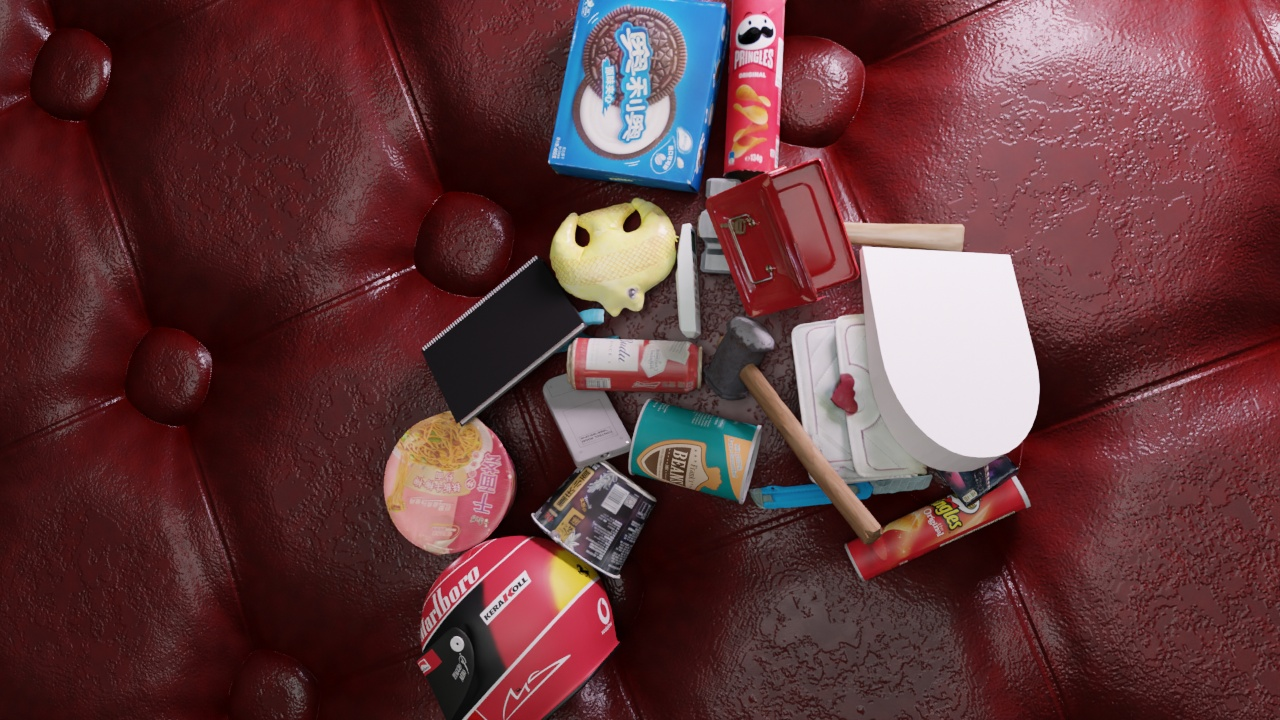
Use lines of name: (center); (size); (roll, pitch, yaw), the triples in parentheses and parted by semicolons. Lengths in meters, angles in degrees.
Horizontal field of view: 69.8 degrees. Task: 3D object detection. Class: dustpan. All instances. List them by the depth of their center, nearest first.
dustpan: (0.356, -0.002, 1.066); (0.191, 0.053, 0.257); (2, 66, -11)

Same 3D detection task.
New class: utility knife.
utility knife: (0.249, 0.162, 1.147); (0.225, 0.015, 0.031); (-9, 91, 10)

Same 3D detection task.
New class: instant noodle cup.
instant noodle cup: (-0.051, 0.190, 1.156); (0.137, 0.137, 0.112); (36, 86, 11)
instant noodle cup: (-0.240, 0.163, 1.213); (0.179, 0.077, 0.178); (-2, 81, 14)

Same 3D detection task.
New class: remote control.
remote control: (-0.071, 0.071, 1.169); (0.074, 0.019, 0.151); (-18, 46, -14)
remote control: (0.059, -0.100, 1.177); (0.024, 0.049, 0.143); (-4, 87, 11)

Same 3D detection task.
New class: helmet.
helmet: (-0.165, 0.341, 1.137); (0.224, 0.197, 0.271); (44, 105, 10)

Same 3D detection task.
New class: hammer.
hammer: (0.174, 0.081, 1.058); (0.328, 0.052, 0.098); (58, 136, 39)
hammer: (0.233, -0.160, 1.145); (0.323, 0.051, 0.117); (4, 94, 10)

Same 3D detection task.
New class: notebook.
notebook: (-0.183, -0.029, 1.203); (0.207, 0.016, 0.149); (-38, 52, 4)

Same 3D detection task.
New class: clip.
clip: (-0.093, -0.043, 1.187); (0.130, 0.121, 0.031); (4, 57, 1)

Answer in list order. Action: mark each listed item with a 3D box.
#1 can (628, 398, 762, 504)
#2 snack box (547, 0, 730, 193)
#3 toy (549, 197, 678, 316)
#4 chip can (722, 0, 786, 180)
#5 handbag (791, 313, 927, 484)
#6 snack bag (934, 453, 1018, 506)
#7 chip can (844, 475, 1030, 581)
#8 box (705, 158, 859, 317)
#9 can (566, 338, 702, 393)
can: (0.069, 0.112, 1.142); (0.144, 0.099, 0.099); (13, 91, 12)
snack box: (-0.001, -0.349, 1.194); (0.196, 0.056, 0.239); (11, 90, 13)
toy: (-0.032, -0.134, 1.193); (0.170, 0.064, 0.154); (-13, 74, 4)
chip can: (0.144, -0.345, 1.156); (0.073, 0.073, 0.233); (3, 90, 12)
handbag: (0.261, 0.048, 1.097); (0.142, 0.096, 0.198); (-9, 77, 14)
snack bag: (0.371, 0.095, 1.096); (0.075, 0.018, 0.155); (-39, 59, 9)
chip can: (0.354, 0.198, 1.103); (0.215, 0.051, 0.052); (-28, 83, 10)
box: (0.176, -0.148, 1.087); (0.147, 0.155, 0.157); (-11, 103, 51)
can: (-0.007, 0.007, 1.168); (0.170, 0.067, 0.067); (2, 88, 3)
